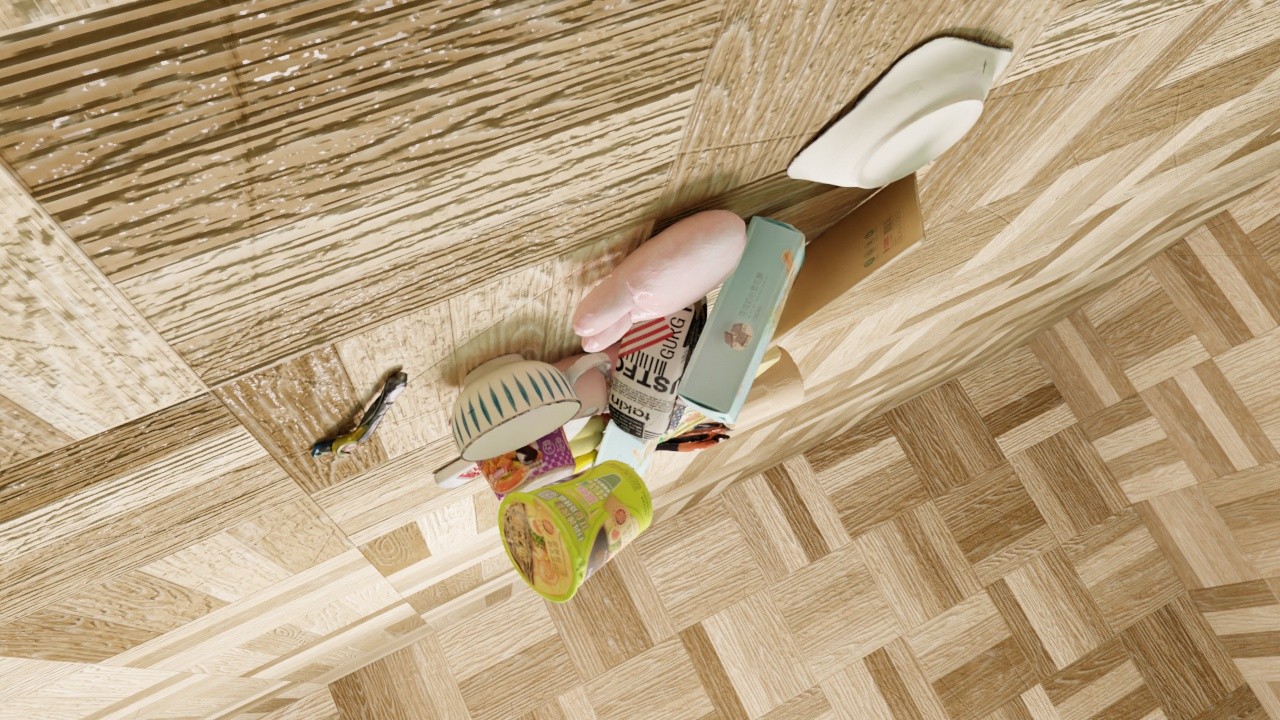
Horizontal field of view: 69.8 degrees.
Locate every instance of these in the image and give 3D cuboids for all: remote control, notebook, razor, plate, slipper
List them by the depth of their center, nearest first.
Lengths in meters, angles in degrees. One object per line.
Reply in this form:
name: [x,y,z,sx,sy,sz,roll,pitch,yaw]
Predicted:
plate: [0.211,-0.183,0.723,0.163,0.034,0.164,-12,159,-44]
razor: [-0.227,0.050,0.765,0.042,0.022,0.143,-14,160,-48]
notebook: [0.176,-0.089,0.864,0.208,0.008,0.147,-37,-160,32]
remote control: [-0.083,0.073,1.056,0.125,0.024,0.049,-46,163,11]
remote control: [-0.176,0.112,1.073,0.136,0.020,0.056,-30,166,9]
slipper: [-0.096,0.131,1.168,0.091,0.081,0.191,-20,166,-37]

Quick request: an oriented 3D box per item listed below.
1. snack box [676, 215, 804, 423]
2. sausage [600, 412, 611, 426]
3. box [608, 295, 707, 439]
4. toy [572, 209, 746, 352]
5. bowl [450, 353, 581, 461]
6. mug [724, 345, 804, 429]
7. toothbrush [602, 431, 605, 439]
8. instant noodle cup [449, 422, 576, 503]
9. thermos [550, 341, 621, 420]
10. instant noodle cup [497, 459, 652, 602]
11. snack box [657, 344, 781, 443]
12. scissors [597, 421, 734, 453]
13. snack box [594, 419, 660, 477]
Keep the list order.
snack box: [0.091,-0.033,0.807,0.074,0.051,0.174,46,67,-76]
sausage: [-0.030,0.051,1.119,0.021,0.021,0.165,-23,165,-19]
box: [0.028,-0.004,0.860,0.087,0.076,0.163,-34,142,-55]
toy: [0.014,-0.064,0.732,0.159,0.054,0.121,-33,165,-6]
bowl: [-0.118,0.036,0.821,0.116,0.066,0.116,-25,165,-7]
mug: [0.147,0.032,1.248,0.103,0.084,0.124,-22,-156,-14]
toothbrush: [-0.040,0.104,1.302,0.191,0.016,0.018,-18,173,-32]
instant noodle cup: [-0.121,0.084,0.920,0.111,0.099,0.112,-25,164,-8]
thermos: [-0.005,0.005,0.925,0.198,0.067,0.087,-14,154,-39]
instant noodle cup: [-0.055,0.154,0.890,0.123,0.111,0.112,-26,168,-41]
snack box: [0.062,0.034,1.143,0.114,0.063,0.241,-20,165,-34]
scissors: [0.014,0.117,1.247,0.208,0.015,0.186,-19,-164,-33]
snack box: [-0.015,0.108,1.116,0.074,0.051,0.175,-52,169,-37]
